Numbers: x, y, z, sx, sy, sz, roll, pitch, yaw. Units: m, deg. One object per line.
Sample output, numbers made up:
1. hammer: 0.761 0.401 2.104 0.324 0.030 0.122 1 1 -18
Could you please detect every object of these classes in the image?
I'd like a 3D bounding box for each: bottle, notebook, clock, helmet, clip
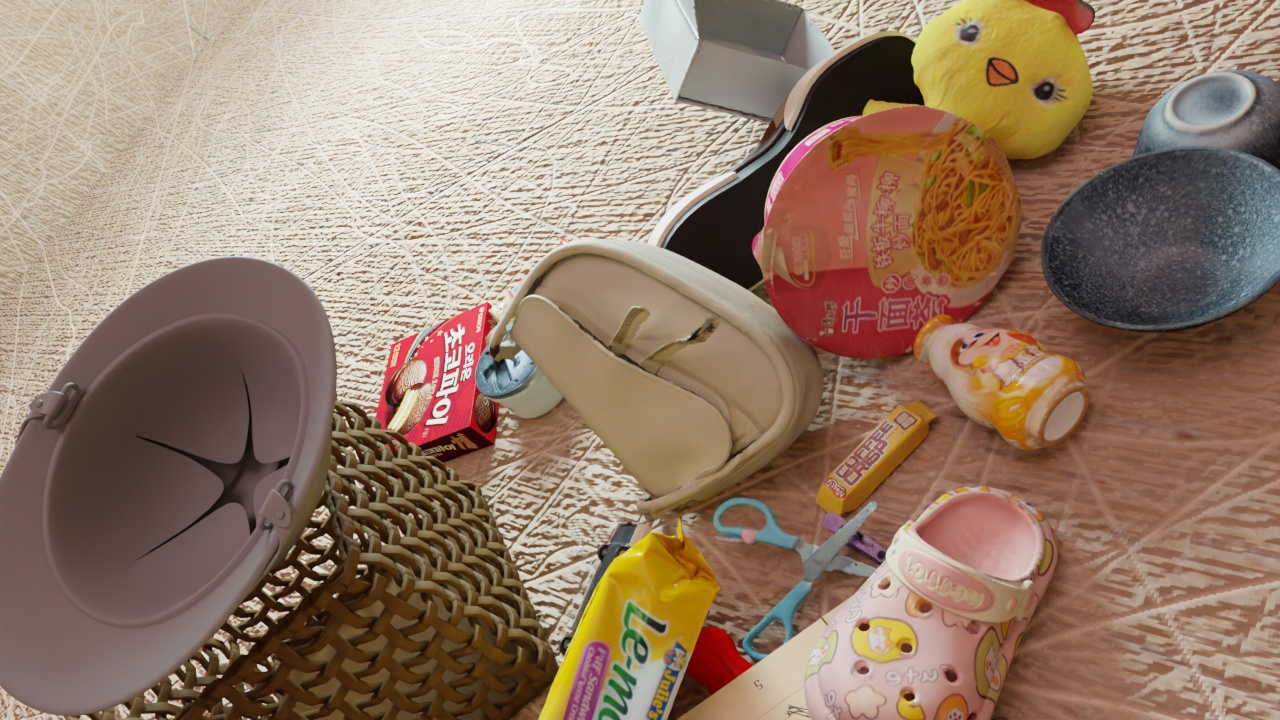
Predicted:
1. bottle: -0.100 -0.072 0.918 0.109 0.044 0.044 -44 42 3
2. notebook: 0.127 0.239 0.472 0.167 0.024 0.225 -32 45 -7
3. bottle: 0.071 0.214 0.563 0.036 0.036 0.119 -48 42 -3
4. clock: -0.095 0.001 0.847 0.118 0.057 0.083 -37 42 10
5. bottle: 0.224 0.009 0.582 0.063 0.063 0.109 -46 43 -1
6. helmet: -0.267 0.077 0.566 0.183 0.118 0.270 21 76 13
7. clip: 0.141 0.117 0.593 0.013 0.032 0.051 -52 44 -7

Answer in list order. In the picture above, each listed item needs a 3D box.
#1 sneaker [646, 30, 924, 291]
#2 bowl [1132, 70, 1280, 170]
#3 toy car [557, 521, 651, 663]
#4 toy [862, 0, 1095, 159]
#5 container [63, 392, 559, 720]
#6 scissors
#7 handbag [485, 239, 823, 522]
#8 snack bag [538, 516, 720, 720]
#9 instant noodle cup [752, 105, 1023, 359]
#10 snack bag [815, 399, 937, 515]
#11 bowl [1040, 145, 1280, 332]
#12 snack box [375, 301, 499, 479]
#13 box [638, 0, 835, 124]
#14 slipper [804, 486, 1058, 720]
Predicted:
1. sneaker: 0.118 -0.159 0.786 0.294 0.111 0.116 -46 22 0
2. bowl: 0.372 -0.150 0.595 0.111 0.055 0.110 -22 46 25
3. toy car: -0.020 0.173 0.668 0.039 0.039 0.113 -16 46 60
4. toy: 0.251 -0.190 0.697 0.134 0.092 0.208 44 97 12
5. container: -0.247 0.200 0.693 0.252 0.214 0.219 -42 42 4
6. scissors: 0.098 0.142 0.597 0.135 0.015 0.129 8 81 42
7. handbag: -0.004 0.004 0.664 0.229 0.131 0.184 47 111 17
8. snack bag: -0.028 0.221 0.550 0.068 0.160 0.246 23 70 5
9. instant noodle cup: 0.163 -0.097 0.647 0.179 0.178 0.077 -36 27 10
10. snack bag: 0.159 0.066 0.622 0.099 0.020 0.026 -45 41 0
11. bowl: 0.324 -0.061 0.561 0.137 0.057 0.136 -21 47 25
12. snack box: -0.202 0.031 0.924 0.133 0.036 0.151 -21 48 25
13. box: 0.066 -0.340 0.772 0.165 0.330 0.167 -22 46 5
14. slipper: 0.159 0.125 0.490 0.093 0.082 0.196 22 49 32
